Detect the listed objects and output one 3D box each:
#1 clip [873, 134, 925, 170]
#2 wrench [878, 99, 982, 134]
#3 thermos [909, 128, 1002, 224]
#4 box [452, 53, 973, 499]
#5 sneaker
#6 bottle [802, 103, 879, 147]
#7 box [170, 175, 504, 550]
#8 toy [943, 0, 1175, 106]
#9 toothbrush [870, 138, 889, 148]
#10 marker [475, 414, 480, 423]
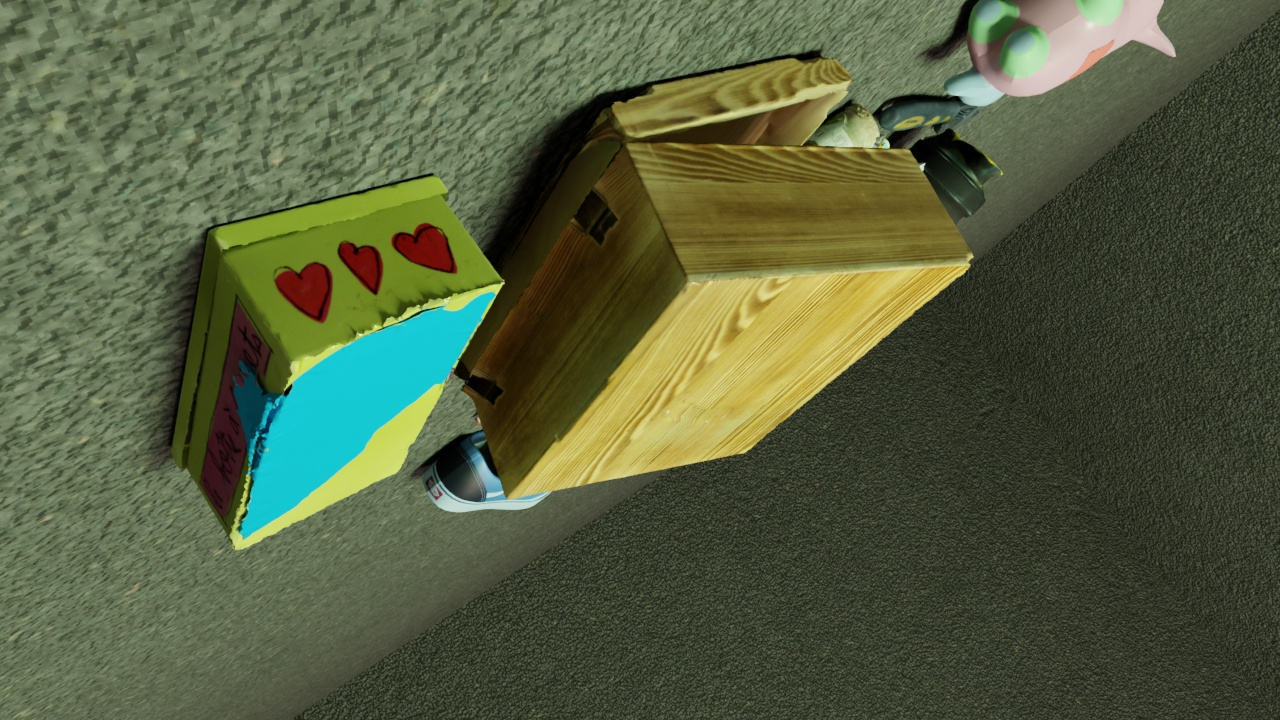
[{"bbox_3d":[0.172,-0.168,0.864,0.126,0.101,0.152,-26,-165,-35],"label":"clip"},{"bbox_3d":[0.301,-0.252,0.937,0.074,0.022,0.272,-35,172,38],"label":"wrench"},{"bbox_3d":[0.267,-0.142,0.970,0.221,0.098,0.098,-46,166,18],"label":"thermos"},{"bbox_3d":[0.015,-0.054,0.630,0.250,0.192,0.280,-9,156,-34],"label":"box"},{"bbox_3d":[-0.134,0.112,1.029,0.098,0.083,0.241,-38,166,18],"label":"sneaker"},{"bbox_3d":[0.146,-0.170,0.771,0.111,0.043,0.043,-36,169,-2],"label":"bottle"},{"bbox_3d":[-0.169,0.007,0.490,0.124,0.079,0.222,-28,164,-38],"label":"box"},{"bbox_3d":[0.355,-0.281,0.772,0.222,0.120,0.171,-39,159,14],"label":"toy"},{"bbox_3d":[0.236,-0.198,0.992,0.022,0.015,0.155,1,164,-3],"label":"toothbrush"},{"bbox_3d":[-0.116,0.020,0.868,0.143,0.013,0.012,-42,168,33],"label":"marker"}]
